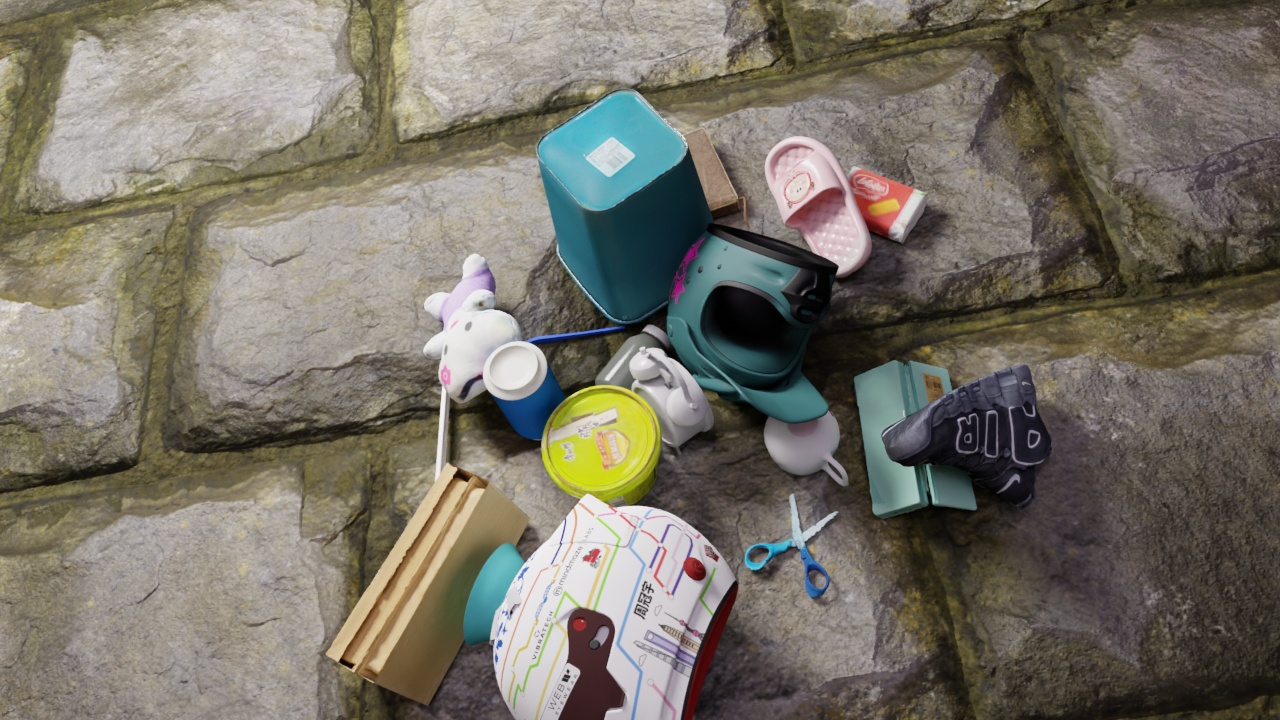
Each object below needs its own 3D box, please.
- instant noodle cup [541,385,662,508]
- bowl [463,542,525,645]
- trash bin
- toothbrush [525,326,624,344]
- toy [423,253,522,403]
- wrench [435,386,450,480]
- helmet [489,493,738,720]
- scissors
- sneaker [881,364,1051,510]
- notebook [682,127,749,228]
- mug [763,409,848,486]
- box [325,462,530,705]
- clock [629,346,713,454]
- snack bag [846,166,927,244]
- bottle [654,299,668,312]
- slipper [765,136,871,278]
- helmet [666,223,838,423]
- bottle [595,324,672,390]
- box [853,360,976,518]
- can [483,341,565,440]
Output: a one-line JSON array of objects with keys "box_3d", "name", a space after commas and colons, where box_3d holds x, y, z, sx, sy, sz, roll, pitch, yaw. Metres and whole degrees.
[{"box_3d": [-0.041, 0.112, 1.127, 0.146, 0.098, 0.146, -4, 63, 9], "name": "instant noodle cup"}, {"box_3d": [-0.150, 0.274, 1.048, 0.046, 0.121, 0.121, 16, 67, 16], "name": "bowl"}, {"box_3d": [-0.018, -0.202, 1.179, 0.199, 0.219, 0.196, -36, 63, -8], "name": "trash bin"}, {"box_3d": [-0.114, -0.032, 1.263, 0.187, 0.016, 0.011, -10, 60, 2], "name": "toothbrush"}, {"box_3d": [-0.224, -0.037, 1.221, 0.138, 0.085, 0.209, -41, 41, 15], "name": "toy"}, {"box_3d": [-0.258, 0.115, 1.195, 0.009, 0.047, 0.272, -6, 60, 6], "name": "wrench"}, {"box_3d": [-0.037, 0.300, 0.952, 0.236, 0.231, 0.313, 13, 60, 10], "name": "helmet"}, {"box_3d": [0.190, 0.223, 1.082, 0.127, 0.014, 0.127, -35, 59, -14], "name": "scissors"}, {"box_3d": [0.380, 0.106, 1.033, 0.251, 0.097, 0.150, -17, 75, -36], "name": "sneaker"}, {"box_3d": [0.031, -0.230, 1.328, 0.215, 0.034, 0.190, -20, 62, -1], "name": "notebook"}, {"box_3d": [0.205, 0.102, 1.103, 0.090, 0.076, 0.124, -38, 63, -11], "name": "mug"}, {"box_3d": [-0.236, 0.259, 1.067, 0.092, 0.128, 0.248, 21, 68, 19], "name": "box"}, {"box_3d": [0.039, 0.042, 1.118, 0.061, 0.159, 0.120, -33, 62, -18], "name": "clock"}, {"box_3d": [0.328, -0.216, 1.270, 0.116, 0.036, 0.077, 27, 71, 21], "name": "snack bag"}, {"box_3d": [0.024, -0.084, 1.255, 0.123, 0.033, 0.033, 21, 68, 18], "name": "bottle"}, {"box_3d": [0.241, -0.212, 1.249, 0.107, 0.055, 0.221, -42, 64, 36], "name": "slipper"}, {"box_3d": [0.134, -0.042, 1.105, 0.176, 0.200, 0.275, 10, 15, -23], "name": "helmet"}, {"box_3d": [-0.007, 0.007, 1.197, 0.060, 0.060, 0.108, 32, 72, 22], "name": "bottle"}, {"box_3d": [0.330, 0.097, 1.113, 0.112, 0.079, 0.187, 6, 62, -20], "name": "box"}, {"box_3d": [-0.141, 0.041, 1.153, 0.079, 0.146, 0.078, -4, 62, 7], "name": "can"}]
